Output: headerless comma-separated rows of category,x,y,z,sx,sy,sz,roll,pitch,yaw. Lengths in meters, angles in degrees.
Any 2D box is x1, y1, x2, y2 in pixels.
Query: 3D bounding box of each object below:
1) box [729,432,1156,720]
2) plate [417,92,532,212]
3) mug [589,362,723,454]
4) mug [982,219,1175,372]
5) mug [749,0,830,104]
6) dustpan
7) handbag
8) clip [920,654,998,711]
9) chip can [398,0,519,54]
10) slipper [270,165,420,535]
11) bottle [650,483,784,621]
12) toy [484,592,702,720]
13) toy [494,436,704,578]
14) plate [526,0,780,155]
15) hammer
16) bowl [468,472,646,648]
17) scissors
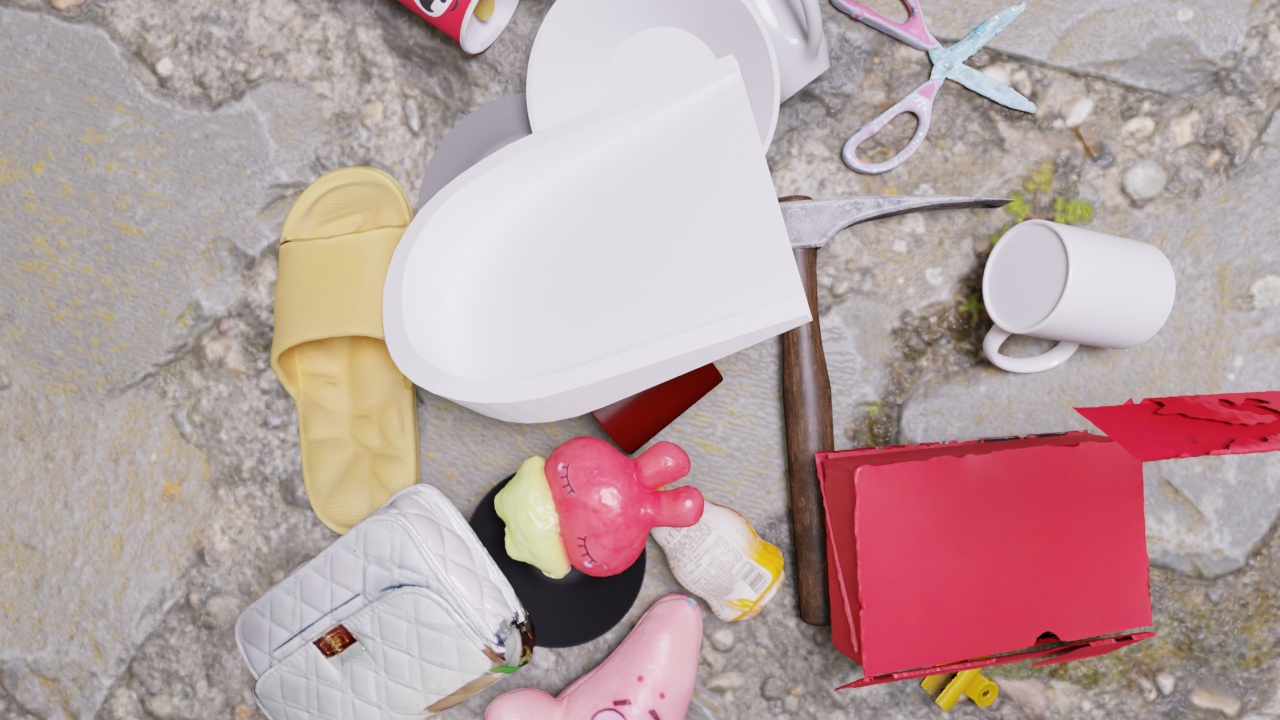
box,0.208,0.190,0.695,0.212,0.375,0.148,-5,56,-13
plate,-0.074,-0.106,0.663,0.178,0.012,0.178,0,90,2
mug,-0.004,0.004,0.616,0.082,0.106,0.073,-39,55,2
mug,0.279,-0.035,0.612,0.090,0.073,0.111,7,130,-22
mug,0.091,-0.225,0.610,0.071,0.107,0.089,-38,97,-12
dustpan,-0.045,-0.067,0.567,0.258,0.053,0.191,-23,60,23
handbag,-0.178,0.183,0.608,0.195,0.072,0.139,-37,88,24
clip,0.229,0.224,0.646,0.048,0.046,0.054,37,91,35
chip can,-0.191,-0.306,0.639,0.220,0.069,0.069,35,91,2
slipper,-0.206,-0.006,0.637,0.099,0.078,0.263,-5,91,4
bottle,0.045,0.127,0.632,0.108,0.063,0.063,42,91,1
toy,-0.017,0.269,0.623,0.192,0.097,0.236,27,84,-7
toy,-0.027,0.093,0.590,0.135,0.045,0.091,-12,91,8
plate,0.011,-0.180,0.622,0.174,0.036,0.174,6,109,16
hammer,0.155,0.032,0.642,0.218,0.037,0.300,-4,91,2
bowl,-0.057,0.131,0.642,0.124,0.052,0.124,0,90,2
scissors,0.197,-0.202,0.652,0.170,0.013,0.175,29,90,-1
